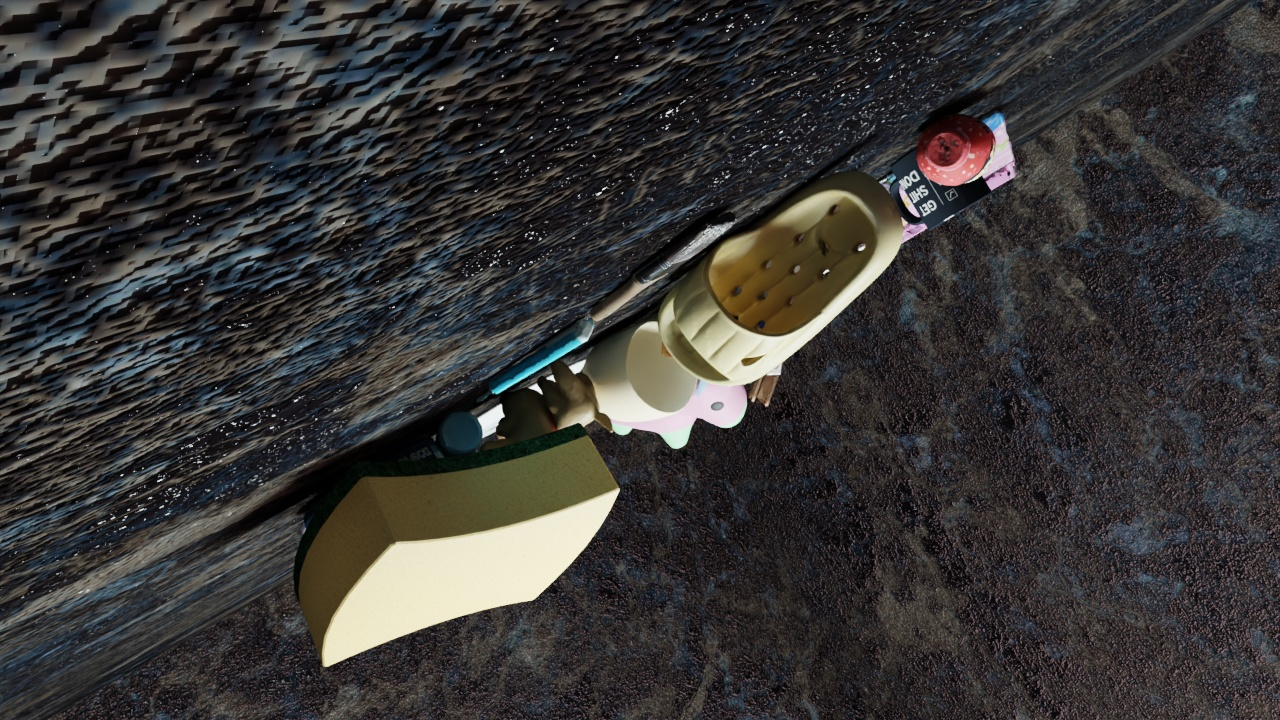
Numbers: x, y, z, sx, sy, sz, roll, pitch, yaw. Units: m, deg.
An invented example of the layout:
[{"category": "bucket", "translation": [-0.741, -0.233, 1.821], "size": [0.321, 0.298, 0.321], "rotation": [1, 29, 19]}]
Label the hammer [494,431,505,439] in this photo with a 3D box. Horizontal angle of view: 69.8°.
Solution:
[{"category": "hammer", "translation": [-0.062, 0.026, 1.294], "size": [0.321, 0.040, 0.129], "rotation": [-30, 173, -4]}]

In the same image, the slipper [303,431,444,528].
[{"category": "slipper", "translation": [-0.243, 0.145, 0.867], "size": [0.104, 0.095, 0.254], "rotation": [-32, 175, -35]}]

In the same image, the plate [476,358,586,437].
[{"category": "plate", "translation": [-0.145, 0.057, 1.094], "size": [0.208, 0.015, 0.208], "rotation": [-31, 177, -2]}]

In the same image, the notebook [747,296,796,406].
[{"category": "notebook", "translation": [0.166, -0.054, 1.033], "size": [0.169, 0.022, 0.210], "rotation": [-6, 116, -86]}]

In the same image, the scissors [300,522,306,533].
[{"category": "scissors", "translation": [-0.301, 0.144, 1.033], "size": [0.178, 0.016, 0.105], "rotation": [-30, 177, -18]}]

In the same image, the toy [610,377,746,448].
[{"category": "toy", "translation": [0.023, 0.026, 1.066], "size": [0.171, 0.222, 0.119], "rotation": [76, 30, -50]}]

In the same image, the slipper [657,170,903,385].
[{"category": "slipper", "translation": [0.096, -0.052, 0.742], "size": [0.079, 0.111, 0.262], "rotation": [-32, 175, -47]}]

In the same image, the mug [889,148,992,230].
[{"category": "mug", "translation": [0.302, -0.181, 0.957], "size": [0.071, 0.077, 0.105], "rotation": [-30, 177, -27]}]

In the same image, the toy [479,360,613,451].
[{"category": "toy", "translation": [-0.091, 0.060, 0.900], "size": [0.108, 0.105, 0.134], "rotation": [-41, 154, 8]}]

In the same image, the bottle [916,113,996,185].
[{"category": "bottle", "translation": [0.268, -0.180, 0.784], "size": [0.062, 0.062, 0.137], "rotation": [-32, 178, 27]}]

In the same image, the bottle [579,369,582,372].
[{"category": "bottle", "translation": [-0.077, 0.034, 1.205], "size": [0.036, 0.036, 0.110], "rotation": [-29, 177, -37]}]

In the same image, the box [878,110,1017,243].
[{"category": "box", "translation": [0.309, -0.208, 1.065], "size": [0.230, 0.105, 0.086], "rotation": [-31, -139, 10]}]

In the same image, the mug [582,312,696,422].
[{"category": "mug", "translation": [-0.006, 0.006, 0.957], "size": [0.100, 0.096, 0.120], "rotation": [-17, -131, 50]}]

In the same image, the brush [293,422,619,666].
[{"category": "brush", "translation": [-0.160, 0.157, 0.799], "size": [0.249, 0.075, 0.196], "rotation": [-7, 144, -42]}]

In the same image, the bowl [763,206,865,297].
[{"category": "bowl", "translation": [0.151, -0.106, 0.840], "size": [0.113, 0.063, 0.113], "rotation": [-30, 177, -2]}]

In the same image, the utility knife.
[{"category": "utility knife", "translation": [-0.088, 0.002, 0.730], "size": [0.124, 0.015, 0.022], "rotation": [-30, -152, 25]}]

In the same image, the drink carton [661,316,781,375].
[{"category": "drink carton", "translation": [0.077, -0.026, 0.872], "size": [0.040, 0.064, 0.130], "rotation": [-4, -169, -38]}]

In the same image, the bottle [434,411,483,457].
[{"category": "bottle", "translation": [-0.174, 0.076, 0.868], "size": [0.040, 0.040, 0.130], "rotation": [-30, 177, -18]}]

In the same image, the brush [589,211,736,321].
[{"category": "brush", "translation": [0.011, -0.062, 0.633], "size": [0.038, 0.012, 0.152], "rotation": [-29, 177, -45]}]
